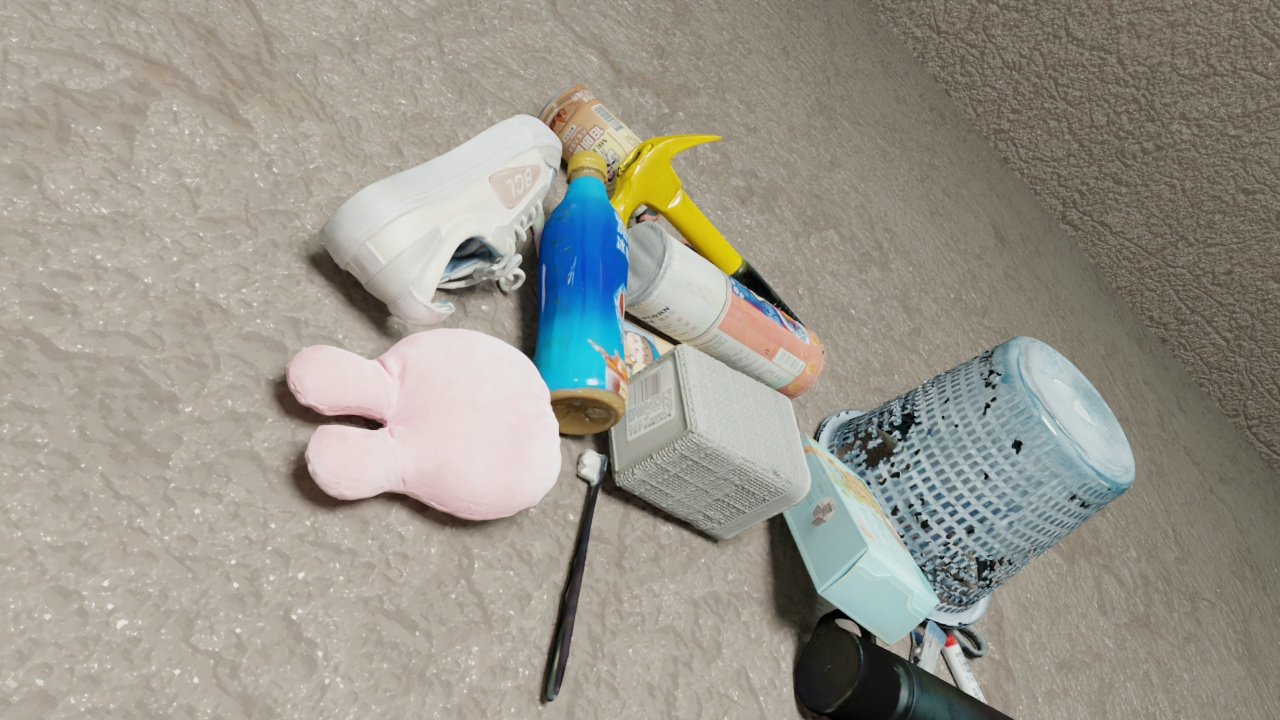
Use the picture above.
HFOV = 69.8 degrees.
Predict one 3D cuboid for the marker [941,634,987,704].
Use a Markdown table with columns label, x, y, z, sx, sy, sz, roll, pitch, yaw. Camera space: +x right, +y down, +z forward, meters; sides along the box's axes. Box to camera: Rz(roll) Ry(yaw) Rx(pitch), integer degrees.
| label | x | y | z | sx | sy | sz | roll | pitch | yaw |
| --- | --- | --- | --- | --- | --- | --- | --- | --- | --- |
| marker | 0.289 | 0.302 | 0.768 | 0.017 | 0.017 | 0.145 | 9 | 51 | -46 |

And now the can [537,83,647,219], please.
| label | x | y | z | sx | sy | sz | roll | pitch | yaw |
| --- | --- | --- | --- | --- | --- | --- | --- | --- | --- |
| can | -0.032 | -0.182 | 0.795 | 0.116 | 0.059 | 0.058 | 45 | 32 | 5 |

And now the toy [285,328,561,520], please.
| label | x | y | z | sx | sy | sz | roll | pitch | yaw |
| --- | --- | --- | --- | --- | --- | --- | --- | --- | --- |
| toy | -0.114 | 0.031 | 0.506 | 0.159 | 0.054 | 0.121 | 5 | 53 | -42 |

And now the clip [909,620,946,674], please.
| label | x | y | z | sx | sy | sz | roll | pitch | yaw |
| --- | --- | --- | --- | --- | --- | --- | --- | --- | --- |
| clip | 0.235 | 0.243 | 0.757 | 0.027 | 0.043 | 0.058 | 50 | 40 | -7 |

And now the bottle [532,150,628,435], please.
| label | x | y | z | sx | sy | sz | roll | pitch | yaw |
| --- | --- | --- | --- | --- | --- | --- | --- | --- | --- |
| bottle | -0.040 | -0.057 | 0.640 | 0.065 | 0.065 | 0.218 | 25 | 52 | -35 |

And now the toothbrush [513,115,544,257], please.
| label | x | y | z | sx | sy | sz | roll | pitch | yaw |
| --- | --- | --- | --- | --- | --- | --- | --- | --- | --- |
| toothbrush | -0.083 | -0.128 | 0.729 | 0.029 | 0.020 | 0.189 | 11 | 50 | -36 |

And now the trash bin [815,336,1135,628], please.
| label | x | y | z | sx | sy | sz | roll | pitch | yaw |
| --- | --- | --- | --- | --- | --- | --- | --- | --- | --- |
| trash bin | 0.300 | 0.090 | 0.805 | 0.226 | 0.196 | 0.226 | 26 | 41 | -25 |

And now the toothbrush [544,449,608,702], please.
| label | x | y | z | sx | sy | sz | roll | pitch | yaw |
| --- | --- | --- | --- | --- | --- | --- | --- | --- | --- |
| toothbrush | -0.039 | 0.120 | 0.547 | 0.018 | 0.016 | 0.180 | 31 | 37 | -18 |

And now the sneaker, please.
| label | x | y | z | sx | sy | sz | roll | pitch | yaw |
| --- | --- | --- | --- | --- | --- | --- | --- | --- | --- |
| sneaker | -0.101 | -0.093 | 0.612 | 0.091 | 0.090 | 0.241 | 50 | 33 | -5 |

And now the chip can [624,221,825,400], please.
| label | x | y | z | sx | sy | sz | roll | pitch | yaw |
| --- | --- | --- | --- | --- | --- | --- | --- | --- | --- |
| chip can | 0.066 | -0.034 | 0.759 | 0.214 | 0.071 | 0.071 | 28 | 39 | -40 |

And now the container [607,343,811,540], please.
| label | x | y | z | sx | sy | sz | roll | pitch | yaw |
| --- | --- | --- | --- | --- | --- | --- | --- | --- | --- |
| container | 0.042 | 0.055 | 0.630 | 0.114 | 0.090 | 0.090 | 30 | 38 | -38 |

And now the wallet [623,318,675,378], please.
| label | x | y | z | sx | sy | sz | roll | pitch | yaw |
| --- | --- | --- | --- | --- | --- | --- | --- | --- | --- |
| wallet | -0.004 | 0.004 | 0.697 | 0.115 | 0.024 | 0.087 | 29 | 34 | -33 |

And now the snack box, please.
| label | x | y | z | sx | sy | sz | roll | pitch | yaw |
| --- | --- | --- | --- | --- | --- | --- | --- | --- | --- |
| snack box | 0.153 | 0.128 | 0.689 | 0.074 | 0.052 | 0.174 | 39 | 13 | -18 |

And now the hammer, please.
| label | x | y | z | sx | sy | sz | roll | pitch | yaw |
| --- | --- | --- | --- | --- | --- | --- | --- | --- | --- |
| hammer | 0.081 | -0.084 | 0.816 | 0.300 | 0.128 | 0.033 | 42 | -11 | -38 |

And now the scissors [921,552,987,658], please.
| label | x | y | z | sx | sy | sz | roll | pitch | yaw |
| --- | --- | --- | --- | --- | --- | --- | --- | --- | --- |
| scissors | 0.257 | 0.198 | 0.835 | 0.180 | 0.014 | 0.159 | 54 | 33 | 7 |

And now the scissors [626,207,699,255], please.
| label | x | y | z | sx | sy | sz | roll | pitch | yaw |
| --- | --- | --- | --- | --- | --- | --- | --- | --- | --- |
| scissors | 0.018 | -0.117 | 0.847 | 0.226 | 0.015 | 0.188 | 16 | 47 | -43 |

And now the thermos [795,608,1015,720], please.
| label | x | y | z | sx | sy | sz | roll | pitch | yaw |
| --- | --- | --- | --- | --- | --- | --- | --- | --- | --- |
| thermos | 0.219 | 0.259 | 0.674 | 0.242 | 0.069 | 0.089 | 35 | 42 | -24 |
